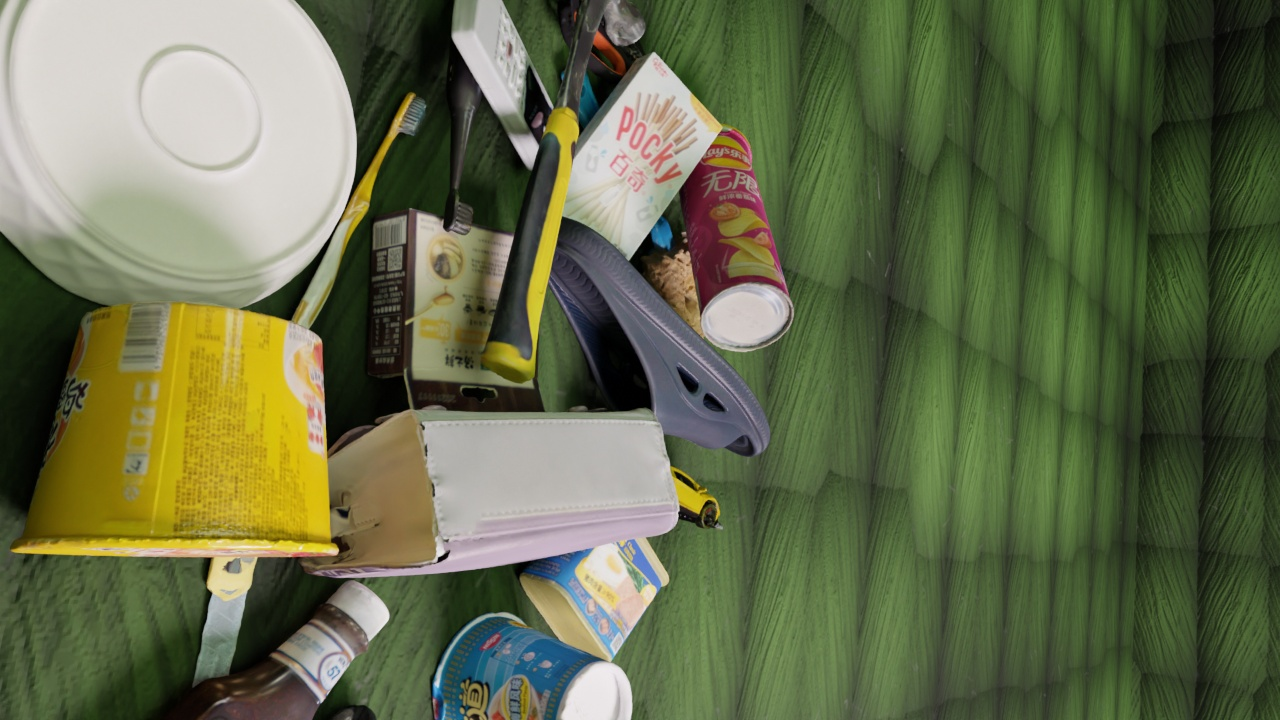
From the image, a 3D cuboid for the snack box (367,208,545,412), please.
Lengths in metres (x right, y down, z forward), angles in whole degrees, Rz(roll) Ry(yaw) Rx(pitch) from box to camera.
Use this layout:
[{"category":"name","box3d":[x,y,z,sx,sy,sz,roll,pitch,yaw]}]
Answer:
[{"category":"snack box","box3d":[-0.118,-0.027,0.606,0.113,0.053,0.125,7,84,-49]}]

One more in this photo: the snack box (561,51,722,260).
[{"category":"snack box","box3d":[-0.009,-0.153,0.715,0.084,0.027,0.156,41,75,-25]}]

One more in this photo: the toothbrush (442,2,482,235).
[{"category":"toothbrush","box3d":[-0.114,-0.180,0.603,0.027,0.026,0.212,17,66,-42]}]

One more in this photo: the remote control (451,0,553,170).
[{"category":"remote control","box3d":[-0.087,-0.191,0.619,0.150,0.021,0.058,59,31,-64]}]

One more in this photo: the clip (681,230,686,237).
[{"category":"clip","box3d":[0.070,-0.085,0.847,0.071,0.035,0.100,-58,138,-33]}]

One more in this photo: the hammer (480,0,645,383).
[{"category":"hammer","box3d":[-0.057,-0.143,0.608,0.126,0.032,0.322,44,51,-57]}]

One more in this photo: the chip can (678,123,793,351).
[{"category":"chip can","box3d":[0.071,-0.104,0.742,0.071,0.071,0.210,45,27,-39]}]

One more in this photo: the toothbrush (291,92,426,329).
[{"category":"toothbrush","box3d":[-0.173,-0.090,0.568,0.018,0.016,0.191,19,68,-1]}]

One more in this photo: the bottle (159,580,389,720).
[{"category":"bottle","box3d":[-0.215,0.203,0.499,0.194,0.044,0.080,-49,131,-39]}]

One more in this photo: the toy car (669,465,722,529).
[{"category":"toy car","box3d":[0.010,0.104,0.743,0.155,0.071,0.041,33,69,-47]}]

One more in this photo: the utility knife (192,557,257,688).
[{"category":"utility knife","box3d":[-0.221,0.088,0.515,0.031,0.022,0.210,17,86,-42]}]

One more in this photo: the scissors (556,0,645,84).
[{"category":"scissors","box3d":[0.003,-0.221,0.768,0.235,0.022,0.141,56,39,-29]}]

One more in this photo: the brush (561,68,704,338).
[{"category":"brush","box3d":[-0.001,-0.125,0.762,0.083,0.046,0.255,-46,119,-35]}]

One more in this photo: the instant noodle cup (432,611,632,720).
[{"category":"instant noodle cup","box3d":[-0.068,0.229,0.619,0.099,0.110,0.099,0,91,-50]}]

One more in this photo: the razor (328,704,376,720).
[{"category":"razor","box3d":[-0.174,0.293,0.546,0.067,0.062,0.167,-3,98,-19]}]

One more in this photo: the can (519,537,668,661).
[{"category":"can","box3d":[-0.035,0.166,0.700,0.083,0.057,0.102,-50,125,-34]}]

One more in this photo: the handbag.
[{"category":"handbag","box3d":[-0.093,0.082,0.569,0.196,0.145,0.098,6,64,-50]}]

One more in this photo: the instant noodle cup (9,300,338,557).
[{"category":"instant noodle cup","box3d":[-0.214,0.038,0.441,0.138,0.138,0.109,16,69,-48]}]

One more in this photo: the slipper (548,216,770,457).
[{"category":"slipper","box3d":[-0.004,0.004,0.715,0.083,0.111,0.268,-52,122,-16]}]

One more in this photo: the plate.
[{"category":"plate","box3d":[-0.236,-0.125,0.477,0.204,0.046,0.205,0,91,-49]}]
